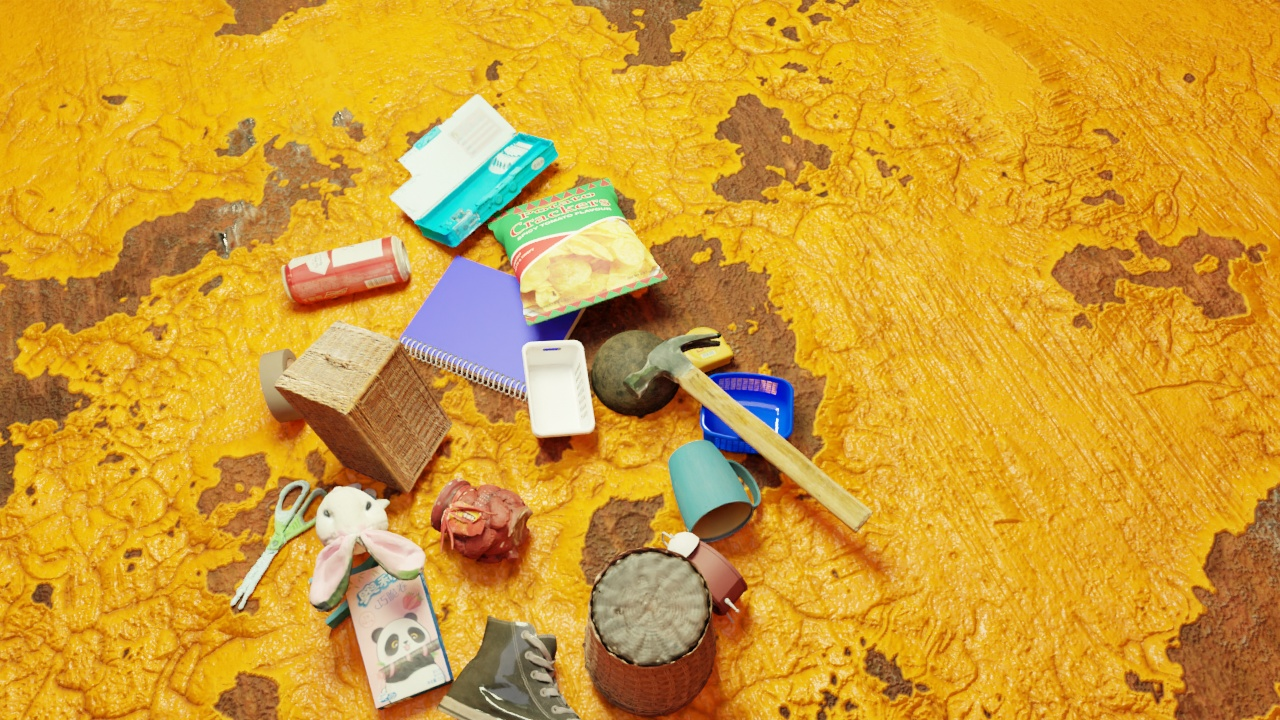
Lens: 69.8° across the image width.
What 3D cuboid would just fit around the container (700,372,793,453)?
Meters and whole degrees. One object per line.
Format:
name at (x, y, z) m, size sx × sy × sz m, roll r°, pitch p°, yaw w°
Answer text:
container at (0.135, 0.070, 1.168) m, size 0.114 × 0.058 × 0.096 m, roll 4°, pitch 61°, yaw 5°

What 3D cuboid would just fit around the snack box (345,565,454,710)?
snack box at (-0.279, 0.310, 1.056) m, size 0.088 × 0.033 × 0.154 m, roll -19°, pitch 72°, yaw -10°

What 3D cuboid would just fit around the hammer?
hammer at (0.140, 0.085, 1.108) m, size 0.330 × 0.033 × 0.132 m, roll 40°, pitch 69°, yaw 21°

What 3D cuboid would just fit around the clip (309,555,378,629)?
clip at (-0.337, 0.253, 1.110) m, size 0.126 × 0.028 × 0.113 m, roll -18°, pitch 67°, yaw -9°

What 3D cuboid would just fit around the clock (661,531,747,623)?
clock at (0.070, 0.244, 1.059) m, size 0.124 × 0.087 × 0.044 m, roll 39°, pitch 70°, yaw 18°

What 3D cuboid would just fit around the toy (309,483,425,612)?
toy at (-0.330, 0.184, 1.075) m, size 0.131 × 0.106 × 0.205 m, roll -16°, pitch 23°, yaw -11°

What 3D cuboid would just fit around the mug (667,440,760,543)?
mug at (0.092, 0.154, 1.119) m, size 0.112 × 0.085 × 0.104 m, roll 1°, pitch 45°, yaw -30°

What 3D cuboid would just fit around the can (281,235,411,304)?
can at (-0.416, -0.128, 1.304) m, size 0.170 × 0.067 × 0.067 m, roll -14°, pitch 61°, yaw -4°

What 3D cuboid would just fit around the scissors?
scissors at (-0.449, 0.230, 1.136) m, size 0.072 × 0.033 × 0.175 m, roll 20°, pitch 68°, yaw 11°

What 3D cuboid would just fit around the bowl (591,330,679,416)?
bowl at (-0.007, 0.007, 1.213) m, size 0.121 × 0.056 × 0.121 m, roll -1°, pitch 61°, yaw 2°

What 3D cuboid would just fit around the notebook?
notebook at (-0.207, -0.046, 1.275) m, size 0.209 × 0.022 × 0.171 m, roll 21°, pitch 62°, yaw 14°

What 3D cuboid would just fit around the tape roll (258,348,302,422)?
tape roll at (-0.466, 0.033, 1.201) m, size 0.030 × 0.094 × 0.093 m, roll -14°, pitch 61°, yaw -5°

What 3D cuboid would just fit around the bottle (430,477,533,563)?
bottle at (-0.190, 0.193, 1.096) m, size 0.111 × 0.099 × 0.098 m, roll 22°, pitch 64°, yaw 20°

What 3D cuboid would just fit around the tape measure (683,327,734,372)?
tape measure at (0.083, -0.013, 1.234) m, size 0.068 × 0.030 × 0.059 m, roll -21°, pitch 62°, yaw -11°

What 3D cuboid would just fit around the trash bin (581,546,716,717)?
trash bin at (0.006, 0.283, 0.969) m, size 0.151 × 0.210 × 0.151 m, roll -1°, pitch 60°, yaw 2°

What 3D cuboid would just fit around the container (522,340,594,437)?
container at (-0.110, 0.043, 1.187) m, size 0.080 × 0.050 × 0.129 m, roll -3°, pitch 67°, yaw -17°

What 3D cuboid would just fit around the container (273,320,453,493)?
container at (-0.330, 0.057, 1.122) m, size 0.114 × 0.199 × 0.112 m, roll 17°, pitch 58°, yaw 25°

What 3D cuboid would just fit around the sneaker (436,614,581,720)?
sneaker at (-0.091, 0.367, 0.997) m, size 0.235 × 0.095 × 0.119 m, roll 14°, pitch 64°, yaw 19°

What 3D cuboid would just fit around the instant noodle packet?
instant noodle packet at (-0.097, -0.160, 1.288) m, size 0.195 × 0.090 × 0.252 m, roll -19°, pitch 48°, yaw -8°

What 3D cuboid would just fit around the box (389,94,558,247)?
box at (-0.258, -0.280, 1.383) m, size 0.181 × 0.074 × 0.226 m, roll 35°, pitch 68°, yaw 21°
